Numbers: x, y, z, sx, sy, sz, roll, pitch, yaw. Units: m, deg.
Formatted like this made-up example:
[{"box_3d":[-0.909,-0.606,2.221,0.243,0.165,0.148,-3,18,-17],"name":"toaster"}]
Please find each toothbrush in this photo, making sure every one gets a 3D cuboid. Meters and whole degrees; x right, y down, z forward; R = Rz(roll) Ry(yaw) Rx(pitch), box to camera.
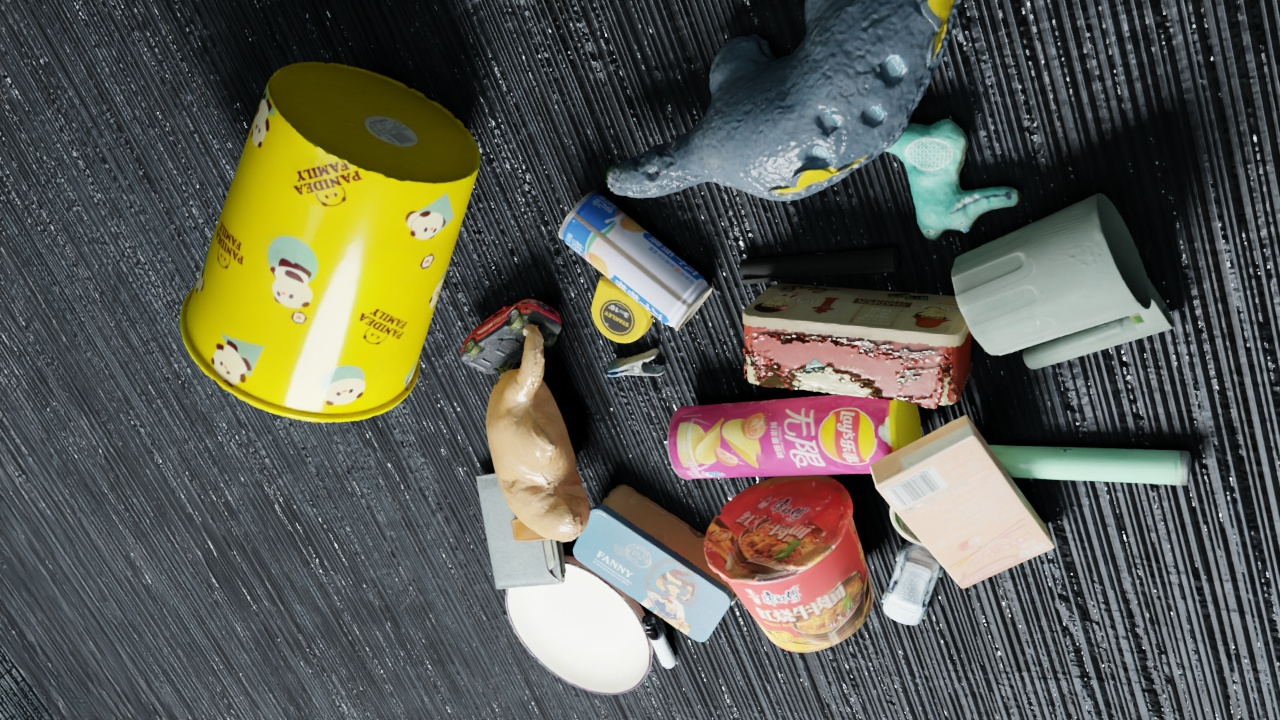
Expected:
[{"box_3d":[0.308,0.081,0.730,0.225,0.027,0.026,-1,119,30],"name":"toothbrush"}]

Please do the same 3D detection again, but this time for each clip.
[{"box_3d":[-0.005,0.004,0.869,0.057,0.024,0.029,-5,117,27],"name":"clip"}]

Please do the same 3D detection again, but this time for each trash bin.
[{"box_3d":[-0.276,-0.113,0.844,0.229,0.228,0.256,36,122,8],"name":"trash bin"}]

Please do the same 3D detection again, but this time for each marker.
[{"box_3d":[0.142,-0.076,0.740,0.132,0.022,0.020,-1,152,30],"name":"marker"},{"box_3d":[0.020,0.307,0.993,0.018,0.022,0.131,0,143,14],"name":"marker"}]

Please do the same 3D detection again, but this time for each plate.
[{"box_3d":[-0.066,0.298,1.059,0.193,0.038,0.193,14,122,23],"name":"plate"}]

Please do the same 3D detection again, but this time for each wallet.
[{"box_3d":[-0.131,0.184,1.009,0.107,0.036,0.129,-13,86,35],"name":"wallet"}]

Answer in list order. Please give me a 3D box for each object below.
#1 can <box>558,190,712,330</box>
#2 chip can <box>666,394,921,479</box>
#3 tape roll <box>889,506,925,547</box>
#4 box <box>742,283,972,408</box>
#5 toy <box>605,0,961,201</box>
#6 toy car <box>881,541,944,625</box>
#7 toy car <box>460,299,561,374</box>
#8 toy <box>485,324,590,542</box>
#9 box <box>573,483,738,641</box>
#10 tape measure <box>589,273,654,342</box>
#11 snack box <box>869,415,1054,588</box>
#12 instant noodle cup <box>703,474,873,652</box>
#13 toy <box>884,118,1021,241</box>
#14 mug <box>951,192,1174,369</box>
[{"box_3d":[-0.004,-0.086,0.798,0.134,0.053,0.053,40,128,5],"name":"can"},{"box_3d":[0.129,0.067,0.797,0.211,0.071,0.071,-7,112,33],"name":"chip can"},{"box_3d":[0.257,0.130,0.782,0.086,0.013,0.086,11,132,13],"name":"tape roll"},{"box_3d":[0.169,-0.007,0.719,0.168,0.091,0.077,7,116,27],"name":"box"},{"box_3d":[0.116,-0.192,0.649,0.357,0.091,0.138,-33,85,36],"name":"toy"},{"box_3d":[0.246,0.205,0.832,0.043,0.034,0.091,18,125,16],"name":"toy car"},{"box_3d":[-0.128,-0.027,0.904,0.121,0.045,0.053,-25,139,38],"name":"toy car"},{"box_3d":[-0.108,0.070,0.901,0.143,0.082,0.226,20,128,51],"name":"toy"},{"box_3d":[0.016,0.204,0.948,0.184,0.059,0.090,29,126,11],"name":"box"},{"box_3d":[-0.015,-0.047,0.843,0.060,0.028,0.057,29,126,13],"name":"tape measure"},{"box_3d":[0.257,0.116,0.729,0.085,0.026,0.157,-32,122,20],"name":"snack box"},{"box_3d":[0.141,0.183,0.825,0.138,0.137,0.108,-11,119,34],"name":"instant noodle cup"},{"box_3d":[0.220,-0.130,0.661,0.097,0.030,0.092,-2,119,34],"name":"toy"},{"box_3d":[0.295,-0.044,0.643,0.104,0.083,0.124,-24,127,38],"name":"mug"}]
